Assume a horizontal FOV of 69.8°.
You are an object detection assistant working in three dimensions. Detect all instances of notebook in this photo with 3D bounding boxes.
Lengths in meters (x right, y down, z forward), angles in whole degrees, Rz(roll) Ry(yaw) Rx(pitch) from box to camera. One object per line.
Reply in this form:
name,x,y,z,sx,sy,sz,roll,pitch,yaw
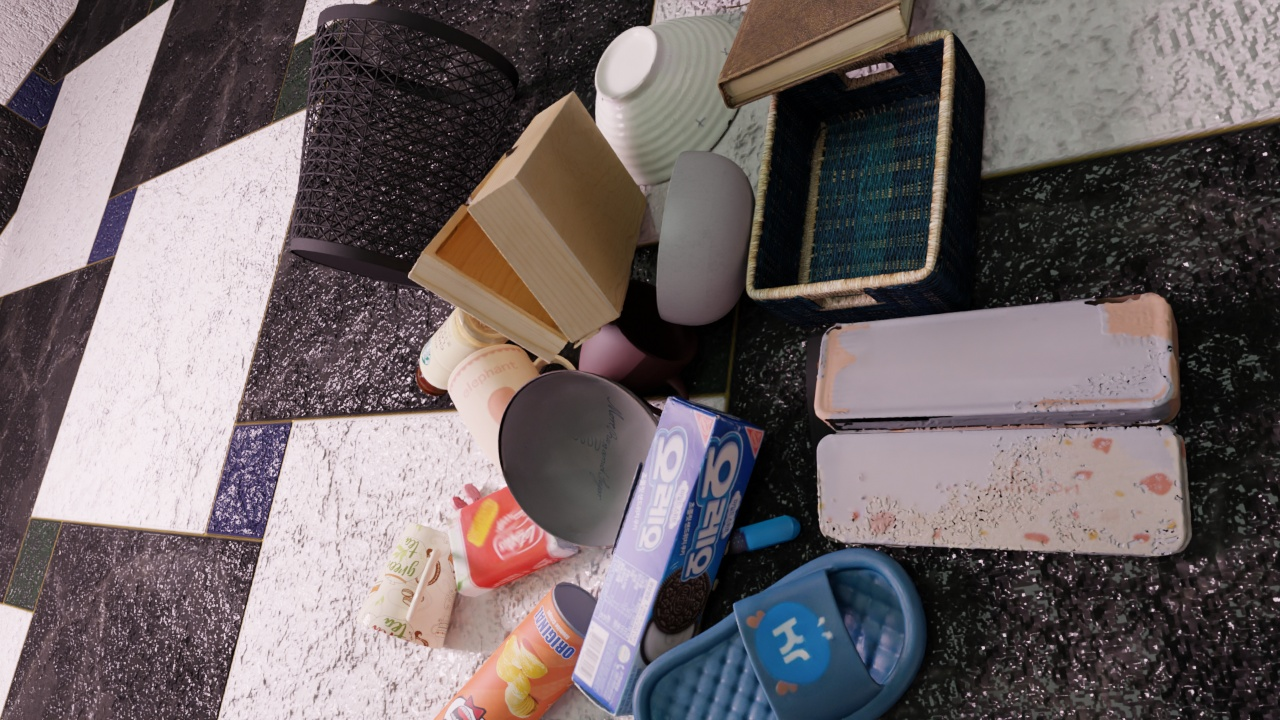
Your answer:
notebook,0.130,-0.282,0.728,0.191,0.034,0.214,-14,39,35

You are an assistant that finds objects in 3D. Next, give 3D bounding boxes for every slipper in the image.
slipper,0.085,0.200,0.590,0.214,0.059,0.103,-33,65,15

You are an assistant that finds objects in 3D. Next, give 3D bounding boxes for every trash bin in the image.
trash bin,-0.264,-0.214,0.987,0.217,0.216,0.243,9,85,43

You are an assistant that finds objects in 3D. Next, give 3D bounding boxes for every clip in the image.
clip,-0.163,0.147,0.866,0.038,0.022,0.059,-45,51,11

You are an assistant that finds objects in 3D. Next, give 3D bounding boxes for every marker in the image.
marker,0.064,0.136,0.679,0.123,0.015,0.018,-24,64,35

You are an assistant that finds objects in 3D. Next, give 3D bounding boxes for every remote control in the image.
remote control,0.138,0.036,0.659,0.039,0.010,0.124,-14,64,36

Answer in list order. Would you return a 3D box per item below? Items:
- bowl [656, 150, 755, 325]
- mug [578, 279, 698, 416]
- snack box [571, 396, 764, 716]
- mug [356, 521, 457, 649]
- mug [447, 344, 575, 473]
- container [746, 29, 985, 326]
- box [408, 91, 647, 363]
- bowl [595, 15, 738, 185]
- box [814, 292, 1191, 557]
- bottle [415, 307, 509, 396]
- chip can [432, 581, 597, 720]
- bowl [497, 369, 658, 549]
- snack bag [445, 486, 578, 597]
bowl,0.057,-0.092,0.712,0.064,0.132,0.131,8,76,9
mug,-0.004,0.004,0.760,0.114,0.086,0.089,53,128,12
snack box,0.019,0.143,0.669,0.059,0.059,0.226,20,92,48
mug,-0.199,0.199,0.823,0.122,0.081,0.097,135,155,-72
mug,-0.102,0.043,0.825,0.111,0.085,0.104,-29,60,-7
container,0.164,-0.124,0.662,0.146,0.071,0.187,-4,70,40
box,-0.080,-0.106,0.753,0.123,0.140,0.248,-25,24,20
bowl,0.008,-0.259,0.854,0.178,0.070,0.177,-17,62,35
box,0.214,0.045,0.571,0.217,0.058,0.153,-4,70,35
bottle,-0.176,-0.011,0.890,0.163,0.056,0.056,-38,48,52
chip can,-0.110,0.273,0.738,0.211,0.062,0.062,-49,48,14
bowl,-0.037,0.073,0.744,0.151,0.056,0.151,5,106,20
snack bag,-0.114,0.150,0.800,0.116,0.036,0.077,-27,61,21
